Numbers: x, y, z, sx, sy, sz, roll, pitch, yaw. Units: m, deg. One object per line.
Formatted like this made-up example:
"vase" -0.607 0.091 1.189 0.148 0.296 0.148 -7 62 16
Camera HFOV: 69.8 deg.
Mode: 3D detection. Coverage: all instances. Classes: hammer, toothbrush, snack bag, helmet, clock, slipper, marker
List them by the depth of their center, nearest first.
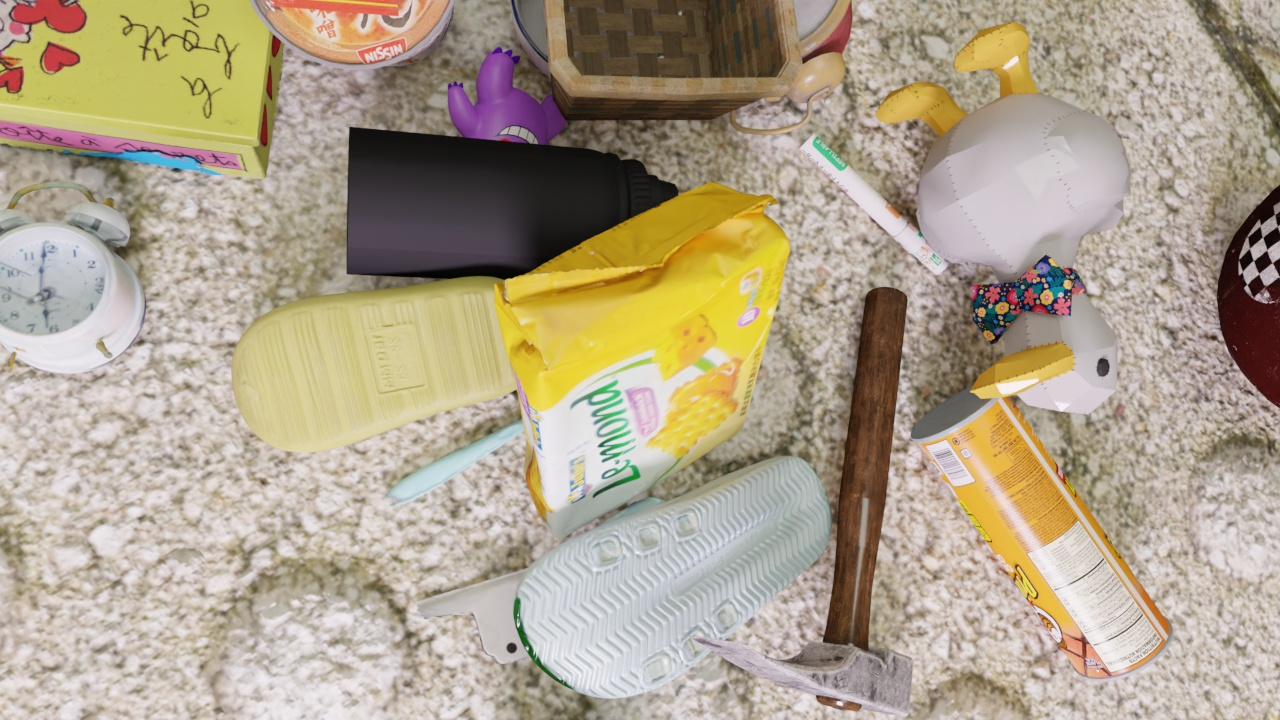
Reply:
"snack bag" -0.003 0.003 0.540 0.159 0.248 0.068 -26 61 -19
"clock" -0.345 -0.051 0.543 0.083 0.057 0.117 -9 77 -15
"slipper" -0.153 -0.007 0.569 0.190 0.081 0.092 -13 106 2
"slipper" 0.027 0.134 0.605 0.244 0.074 0.104 -21 93 -32
"hammer" 0.133 0.071 0.614 0.217 0.037 0.300 32 62 -43
"toothbrush" -0.089 0.049 0.615 0.180 0.017 0.016 -30 91 -15
"clock" 0.096 -0.237 0.663 0.117 0.081 0.158 0 83 15
"helmet" 0.578 -0.053 0.673 0.233 0.254 0.233 8 55 -19
"marker" 0.181 -0.120 0.706 0.145 0.017 0.017 42 74 -5

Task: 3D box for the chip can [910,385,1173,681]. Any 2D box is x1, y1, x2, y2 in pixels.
"chip can" 0.290 0.123 0.669 0.075 0.075 0.215 -36 92 -16

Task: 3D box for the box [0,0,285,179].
"box" -0.335 -0.190 0.554 0.221 0.082 0.124 7 80 -12

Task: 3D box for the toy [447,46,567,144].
"toy" -0.094 -0.150 0.621 0.106 0.056 0.088 26 70 -45

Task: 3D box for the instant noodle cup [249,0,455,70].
"instant noodle cup" -0.166 -0.236 0.569 0.123 0.121 0.124 -1 100 -4

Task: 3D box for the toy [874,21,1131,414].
"toy" 0.281 -0.097 0.660 0.246 0.141 0.267 -22 86 -38

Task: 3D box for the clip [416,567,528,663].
"clip" -0.090 0.169 0.599 0.101 0.046 0.056 -13 81 -15

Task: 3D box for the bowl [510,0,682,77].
"bowl" -0.035 -0.238 0.645 0.118 0.062 0.118 2 81 -13

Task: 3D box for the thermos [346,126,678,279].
"thermos" -0.078 -0.092 0.570 0.198 0.086 0.086 1 81 -18

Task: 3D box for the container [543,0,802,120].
"container" 0.012 -0.272 0.531 0.157 0.187 0.249 -4 83 -15
